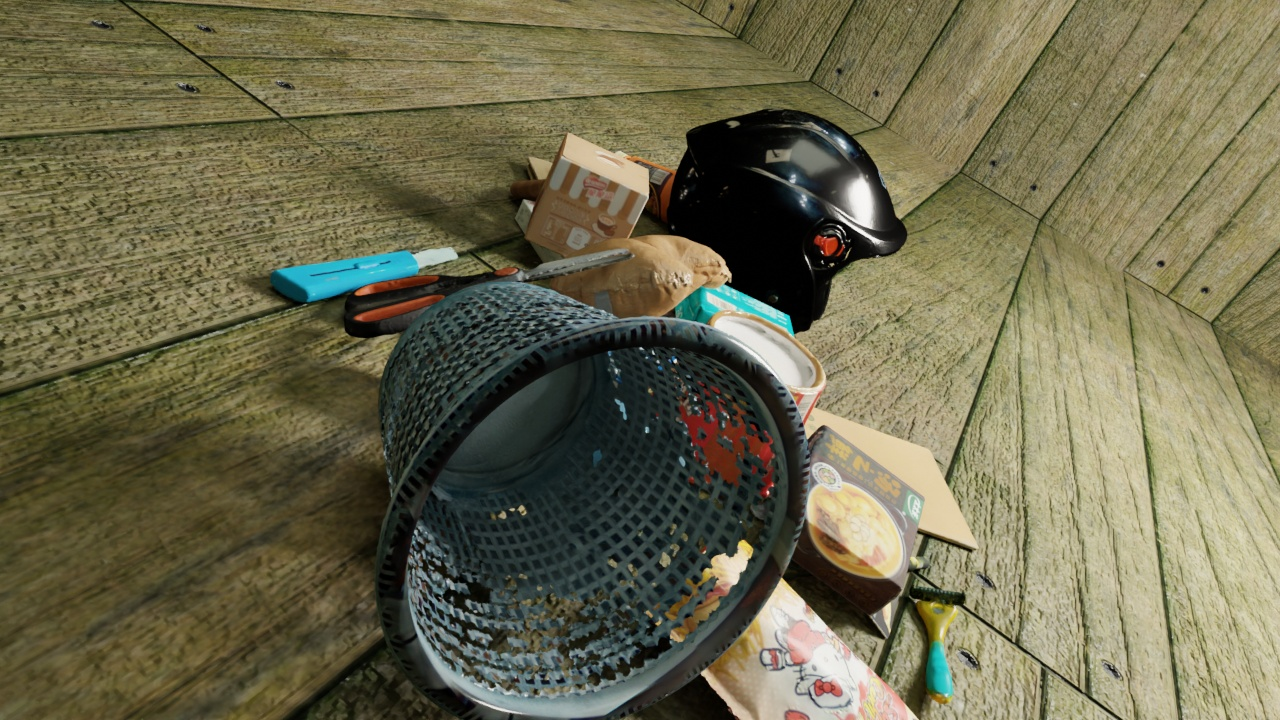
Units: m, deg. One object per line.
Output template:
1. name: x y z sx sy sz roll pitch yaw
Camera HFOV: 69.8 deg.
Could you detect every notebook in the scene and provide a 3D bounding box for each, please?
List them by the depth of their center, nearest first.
1. notebook: 0.214 0.101 0.881 0.207 0.008 0.147 20 29 -16

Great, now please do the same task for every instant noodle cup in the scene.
1. instant noodle cup: 0.083 0.032 0.768 0.138 0.109 0.137 23 28 -13

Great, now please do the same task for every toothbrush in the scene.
1. toothbrush: 0.169 0.164 0.733 0.185 0.012 0.017 6 25 -36

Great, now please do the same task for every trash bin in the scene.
1. trash bin: -0.052 0.053 0.516 0.226 0.227 0.195 11 17 -31

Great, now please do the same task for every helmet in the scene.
1. helmet: 0.162 -0.175 1.059 0.275 0.230 0.233 -11 30 8

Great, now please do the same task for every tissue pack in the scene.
1. tissue pack: 0.102 -0.032 0.954 0.133 0.050 0.093 24 27 -10

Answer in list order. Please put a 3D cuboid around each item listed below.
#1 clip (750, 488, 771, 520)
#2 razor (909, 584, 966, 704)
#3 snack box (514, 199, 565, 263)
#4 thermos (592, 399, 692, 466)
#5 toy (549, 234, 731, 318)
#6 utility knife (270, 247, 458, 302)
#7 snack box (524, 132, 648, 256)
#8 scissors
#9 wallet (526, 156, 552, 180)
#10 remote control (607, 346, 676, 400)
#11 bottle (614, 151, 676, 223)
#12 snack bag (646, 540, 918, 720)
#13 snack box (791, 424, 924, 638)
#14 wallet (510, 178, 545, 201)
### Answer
1. clip: 0.114 0.119 0.753 0.056 0.026 0.024 12 32 -54
2. razor: 0.221 0.213 0.680 0.043 0.028 0.132 9 22 12
3. snack box: -0.065 -0.111 0.957 0.084 0.027 0.156 6 36 -37
4. thermos: -0.067 0.043 0.660 0.220 0.070 0.070 23 29 -13
5. toy: 0.006 -0.075 0.841 0.144 0.082 0.225 4 13 23
6. utility knife: -0.219 -0.078 0.770 0.034 0.018 0.202 37 27 15
7. snack box: -0.052 -0.156 0.911 0.092 0.095 0.077 22 29 -12
8. scissors: -0.113 -0.051 0.695 0.234 0.022 0.160 -4 24 10
9. wallet: -0.081 -0.210 1.112 0.115 0.024 0.087 12 38 -27
10. remote control: -0.005 0.005 0.821 0.049 0.024 0.124 33 26 8
11. bottle: 0.007 -0.231 1.190 0.149 0.067 0.066 31 27 19
12. snack bag: 0.099 0.203 0.564 0.208 0.073 0.128 44 30 12
13. snack box: 0.166 0.129 0.713 0.125 0.053 0.113 35 39 2
14. wallet: -0.073 -0.177 1.017 0.115 0.020 0.101 12 0 -34
